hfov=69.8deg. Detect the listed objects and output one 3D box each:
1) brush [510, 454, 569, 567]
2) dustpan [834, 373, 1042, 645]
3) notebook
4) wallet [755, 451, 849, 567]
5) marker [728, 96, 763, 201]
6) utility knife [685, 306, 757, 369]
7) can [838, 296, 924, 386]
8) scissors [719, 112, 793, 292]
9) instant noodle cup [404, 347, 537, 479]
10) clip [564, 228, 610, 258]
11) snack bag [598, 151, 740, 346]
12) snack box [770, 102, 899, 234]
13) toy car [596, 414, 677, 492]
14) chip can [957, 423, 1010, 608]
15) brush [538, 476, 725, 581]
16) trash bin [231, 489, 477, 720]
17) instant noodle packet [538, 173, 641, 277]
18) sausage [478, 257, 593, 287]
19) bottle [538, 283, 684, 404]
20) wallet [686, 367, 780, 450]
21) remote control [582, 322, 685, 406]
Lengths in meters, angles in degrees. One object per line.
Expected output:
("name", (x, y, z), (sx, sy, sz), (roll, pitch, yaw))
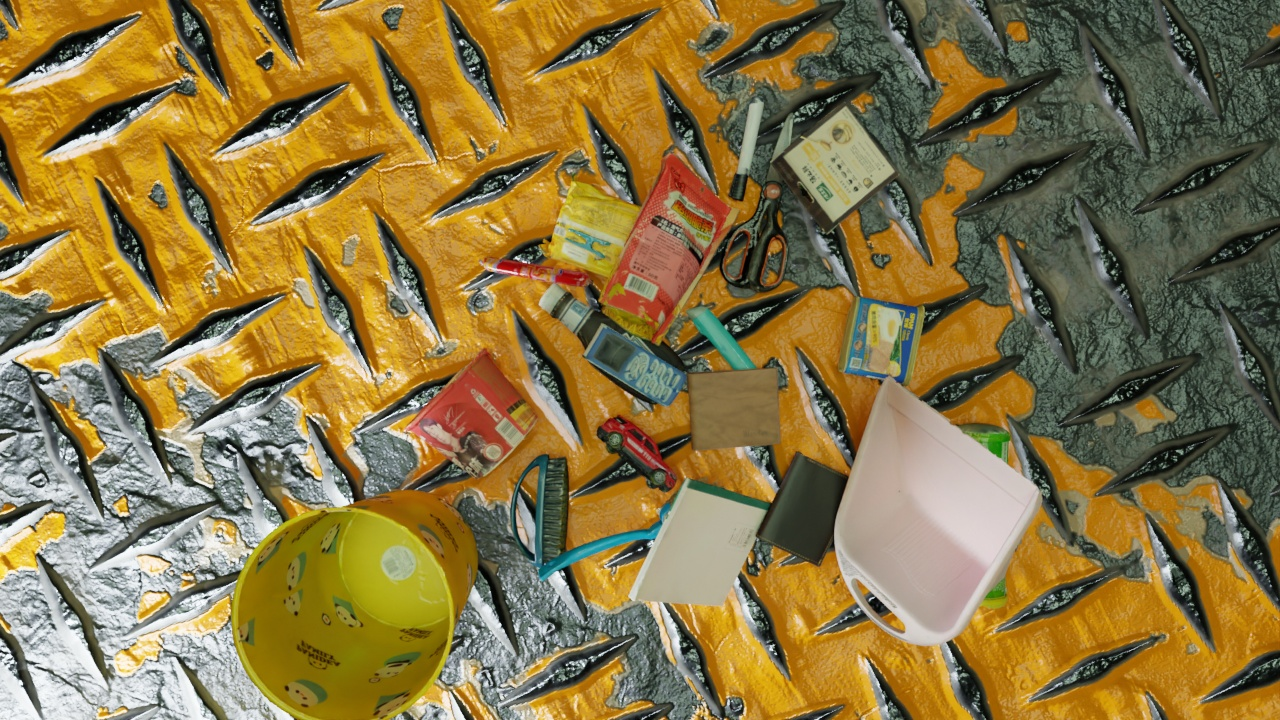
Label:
("brush", (-0.127, 0.189, 1.153), (0.073, 0.055, 0.144), (2, 92, 0))
("dustpan", (0.314, 0.194, 1.049), (0.138, 0.222, 0.274), (-32, 134, -15))
("notebook", (0.078, 0.223, 1.093), (0.012, 0.209, 0.150), (27, 91, 37))
("wallet", (0.213, 0.190, 1.163), (0.096, 0.020, 0.122), (26, 91, -9))
("marker", (0.133, -0.266, 1.153), (0.023, 0.018, 0.131), (11, 92, 10))
("utility knife", (0.120, -0.003, 1.164), (0.029, 0.013, 0.171), (-39, 94, 4))
("can", (0.297, -0.026, 1.139), (0.083, 0.057, 0.102), (11, 92, 3))
("scissors", (0.148, -0.202, 1.152), (0.125, 0.021, 0.235), (-5, 92, 2))
("instant noodle cup", (-0.201, 0.071, 1.116), (0.138, 0.138, 0.108), (-45, 99, 2))
("clip", (-0.065, -0.145, 1.121), (0.057, 0.014, 0.046), (22, 100, 2))
("snack bag", (0.032, -0.132, 1.110), (0.128, 0.073, 0.207), (34, 76, -32))
("snack box", (0.233, -0.232, 1.125), (0.125, 0.053, 0.113), (-39, 94, -5))
("toy car", (-0.001, 0.116, 1.150), (0.120, 0.053, 0.045), (43, 76, 3))
("chip can", (0.418, 0.188, 1.135), (0.072, 0.072, 0.221), (1, 92, 1))
("brush", (-0.007, 0.210, 1.125), (0.254, 0.083, 0.046), (-22, 109, -7))
("trash bin", (-0.302, 0.259, 1.059), (0.229, 0.255, 0.229), (0, 92, 1))
("instant noodle packet", (-0.050, -0.160, 1.147), (0.128, 0.044, 0.111), (23, 94, 3))
("sausage", (-0.132, -0.111, 1.148), (0.156, 0.020, 0.020), (10, 92, 14))
("bottle", (-0.040, -0.026, 1.151), (0.195, 0.044, 0.080), (36, 92, 1))
("wallet", (0.118, 0.061, 1.158), (0.115, 0.020, 0.101), (-5, 99, 2))
("remote control", (-0.007, 0.007, 1.116), (0.125, 0.024, 0.049), (32, 94, 1))
